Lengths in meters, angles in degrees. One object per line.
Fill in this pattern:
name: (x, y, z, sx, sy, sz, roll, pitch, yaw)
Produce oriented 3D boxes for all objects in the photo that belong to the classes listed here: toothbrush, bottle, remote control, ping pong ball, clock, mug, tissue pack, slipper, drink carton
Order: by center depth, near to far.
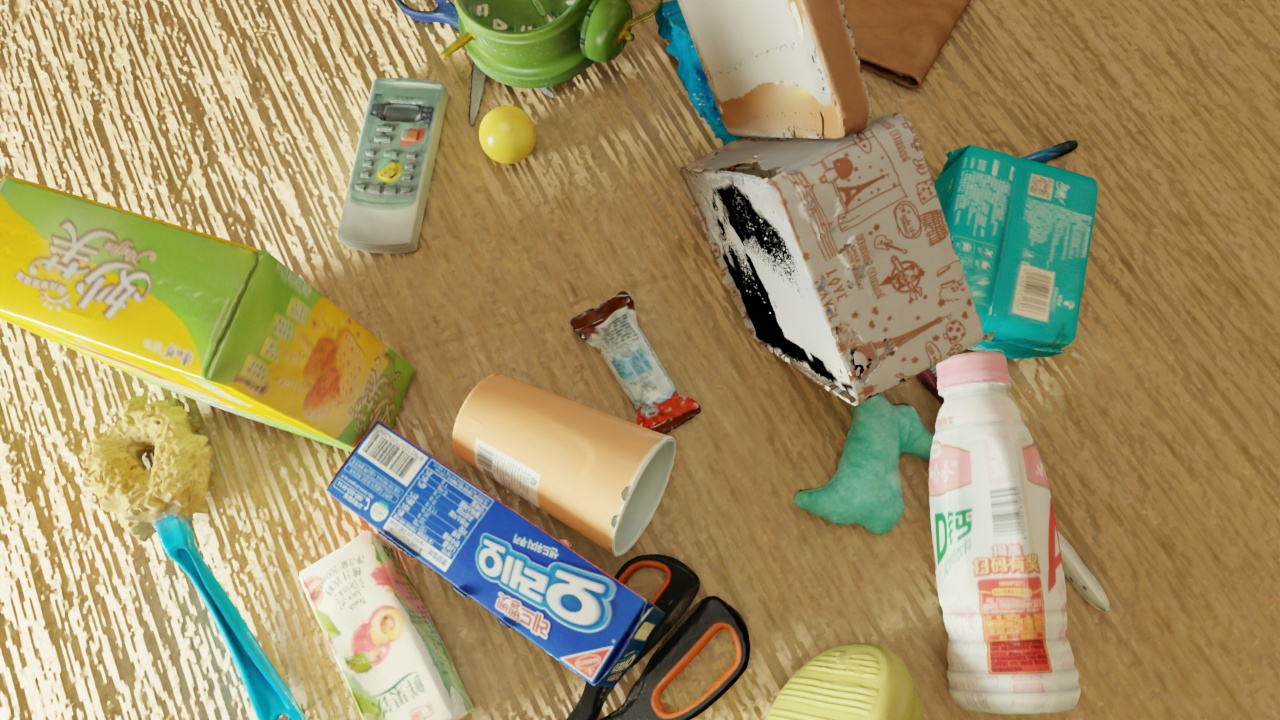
slipper: (0.103, 0.249, 0.490, 0.081, 0.092, 0.190, 36, 67, -23)
bottle: (0.200, 0.094, 0.523, 0.068, 0.068, 0.196, -4, 75, 4)
drink carton: (-0.151, 0.169, 0.549, 0.053, 0.045, 0.122, -33, 72, 0)
toothbrush: (0.225, 0.069, 0.562, 0.017, 0.016, 0.187, -28, 71, -14)
mug: (-0.050, 0.059, 0.562, 0.123, 0.078, 0.078, 23, 76, 17)
tissue pack: (0.229, -0.070, 0.581, 0.093, 0.050, 0.133, 16, 76, 1)
toothbrush: (0.209, -0.117, 0.623, 0.189, 0.014, 0.016, -21, 46, -2)
ping pong ball: (-0.094, -0.160, 0.649, 0.040, 0.040, 0.040, -2, 72, 5)
clock: (-0.062, -0.262, 0.656, 0.161, 0.056, 0.116, -4, 76, 6)
remote control: (-0.178, -0.142, 0.663, 0.056, 0.019, 0.135, 6, 73, 7)

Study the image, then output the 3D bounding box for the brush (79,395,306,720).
brush: (-0.275, 0.133, 0.580, 0.083, 0.046, 0.254, -32, 76, -9)

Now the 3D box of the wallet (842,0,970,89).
wallet: (0.174, -0.260, 0.669, 0.115, 0.020, 0.101, 29, 78, 16)

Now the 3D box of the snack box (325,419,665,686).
snack box: (-0.087, 0.113, 0.544, 0.207, 0.058, 0.057, 29, 77, 20)

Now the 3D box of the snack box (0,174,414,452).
snack box: (-0.244, -0.013, 0.529, 0.158, 0.210, 0.070, 16, 76, 11)

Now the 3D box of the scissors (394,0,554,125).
scissors: (-0.123, -0.260, 0.700, 0.174, 0.012, 0.162, 25, 77, 10)

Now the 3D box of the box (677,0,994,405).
box: (0.075, -0.123, 0.498, 0.082, 0.177, 0.260, -26, 108, -6)

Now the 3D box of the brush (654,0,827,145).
brush: (0.055, -0.268, 0.668, 0.109, 0.061, 0.314, -27, 70, -9)

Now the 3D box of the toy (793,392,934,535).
toy: (0.149, 0.062, 0.564, 0.096, 0.030, 0.091, 17, 76, -1)

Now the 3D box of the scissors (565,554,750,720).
scissors: (-0.041, 0.210, 0.543, 0.235, 0.022, 0.148, -28, 65, 1)

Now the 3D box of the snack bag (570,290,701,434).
snack bag: (-0.004, 0.003, 0.597, 0.045, 0.026, 0.105, -32, 71, -2)
